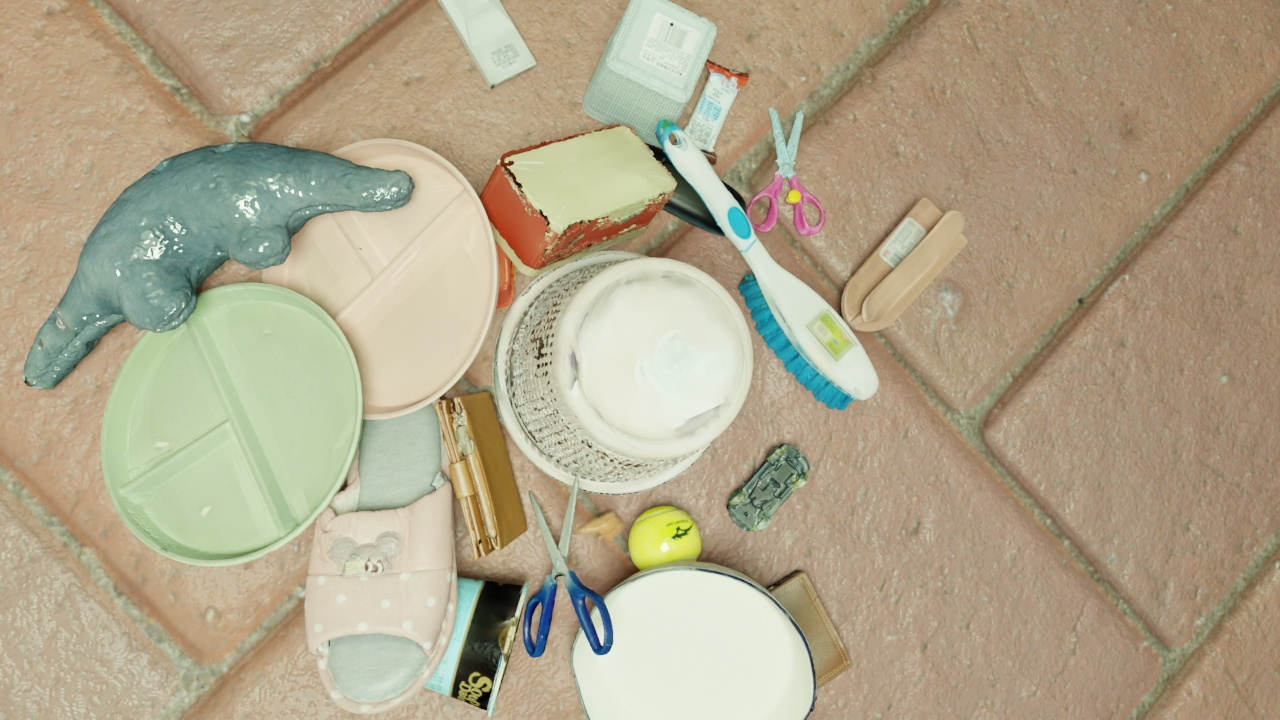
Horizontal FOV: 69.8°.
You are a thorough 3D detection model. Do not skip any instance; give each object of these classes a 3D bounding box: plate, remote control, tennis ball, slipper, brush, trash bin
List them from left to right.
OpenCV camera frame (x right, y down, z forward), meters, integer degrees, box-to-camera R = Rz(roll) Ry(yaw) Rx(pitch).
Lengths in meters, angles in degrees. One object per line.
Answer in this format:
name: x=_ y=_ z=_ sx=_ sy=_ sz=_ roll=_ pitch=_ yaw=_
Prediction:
plate: x=-0.326 y=0.049 z=0.739 sx=0.230 sy=0.027 sz=0.230 roll=-2 pitch=76 yaw=10
plate: x=-0.214 y=-0.066 z=0.757 sx=0.230 sy=0.028 sz=0.229 roll=-1 pitch=89 yaw=21
slipper: x=-0.200 y=0.135 z=0.728 sx=0.114 sy=0.054 sz=0.273 roll=-1 pitch=59 yaw=-2
remote control: x=-0.147 y=-0.314 z=0.840 sx=0.049 sy=0.024 sz=0.125 roll=-32 pitch=93 yaw=-11
trash bin: x=-0.005 y=0.005 z=0.761 sx=0.227 sy=0.192 sz=0.227 roll=1 pitch=86 yaw=-11
tennis ball: x=0.021 y=0.162 z=0.818 sx=0.065 sy=0.065 sz=0.065 roll=1 pitch=86 yaw=-11
remote control: x=0.039 y=-0.163 z=0.865 sx=0.136 sy=0.024 sz=0.053 roll=26 pitch=84 yaw=-7
plate: x=0.045 y=0.260 z=0.788 sx=0.205 sy=0.045 sz=0.205 roll=2 pitch=109 yaw=7
brush: x=0.111 y=-0.081 z=0.831 sx=0.060 sy=0.109 sz=0.314 roll=-42 pitch=95 yaw=-9
brush: x=0.247 y=-0.086 z=0.877 sx=0.063 sy=0.073 sz=0.145 roll=45 pitch=81 yaw=-6

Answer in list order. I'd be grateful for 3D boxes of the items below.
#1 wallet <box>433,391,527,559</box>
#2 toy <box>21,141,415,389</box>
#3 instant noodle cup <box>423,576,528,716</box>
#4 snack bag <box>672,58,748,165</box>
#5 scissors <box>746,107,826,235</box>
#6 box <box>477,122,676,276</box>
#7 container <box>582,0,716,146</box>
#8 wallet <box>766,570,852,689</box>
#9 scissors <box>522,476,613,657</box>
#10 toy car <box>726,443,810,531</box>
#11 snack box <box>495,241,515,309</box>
wallet: x=-0.133 y=0.093 z=0.774 sx=0.031 sy=0.107 sz=0.132 roll=-16 pitch=90 yaw=7
toy: x=-0.357 y=-0.098 z=0.738 sx=0.356 sy=0.091 sz=0.138 roll=-29 pitch=74 yaw=3
instant noodle cup: x=-0.165 y=0.223 z=0.762 sx=0.120 sy=0.111 sz=0.111 roll=16 pitch=83 yaw=-2
snack bag: x=0.067 y=-0.238 z=0.875 sx=0.048 sy=0.026 sz=0.104 roll=20 pitch=83 yaw=-3
scissors: x=0.132 y=-0.184 z=0.892 sx=0.093 sy=0.017 sz=0.137 roll=-12 pitch=84 yaw=-5
box: x=-0.047 y=-0.143 z=0.776 sx=0.091 sy=0.077 sz=0.167 roll=52 pitch=44 yaw=9
container: x=0.009 y=-0.261 z=0.822 sx=0.090 sy=0.111 sz=0.090 roll=23 pitch=82 yaw=-9
wallet: x=0.123 y=0.265 z=0.850 sx=0.124 sy=0.032 sz=0.101 roll=-28 pitch=89 yaw=-12
scissors: x=-0.067 y=0.186 z=0.782 sx=0.012 sy=0.162 sz=0.176 roll=5 pitch=111 yaw=-38
toy car: x=0.118 y=0.118 z=0.856 sx=0.043 sy=0.034 sz=0.090 roll=43 pitch=82 yaw=-8
snack box: x=-0.149 y=-0.090 z=0.795 sx=0.082 sy=0.080 sz=0.091 roll=-6 pitch=87 yaw=-11
